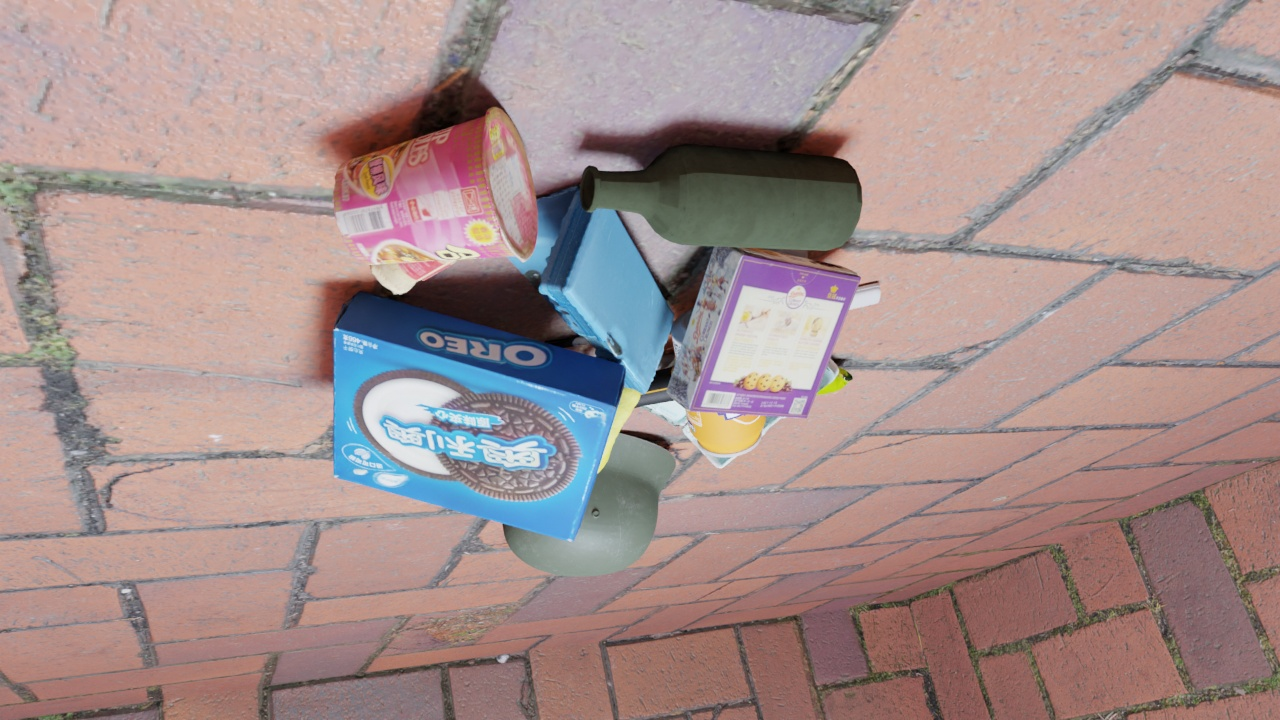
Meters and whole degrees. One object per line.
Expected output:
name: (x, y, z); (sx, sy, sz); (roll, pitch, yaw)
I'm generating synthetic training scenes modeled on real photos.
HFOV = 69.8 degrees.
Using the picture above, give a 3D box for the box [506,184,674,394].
box: (-0.052, -0.057, 0.775); (0.102, 0.094, 0.231); (12, 164, 20)

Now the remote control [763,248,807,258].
remote control: (0.132, -0.086, 0.852); (0.045, 0.008, 0.147); (-14, 156, 5)

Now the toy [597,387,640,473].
toy: (-0.122, 0.052, 0.893); (0.214, 0.083, 0.149); (19, 134, -8)

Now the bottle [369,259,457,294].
bottle: (-0.150, -0.087, 0.679); (0.109, 0.044, 0.044); (-24, 154, 27)

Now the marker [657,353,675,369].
marker: (-0.006, 0.006, 0.982); (0.140, 0.016, 0.016); (-8, 156, -8)

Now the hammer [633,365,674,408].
hammer: (-0.101, 0.055, 0.998); (0.321, 0.036, 0.123); (-14, 152, 22)

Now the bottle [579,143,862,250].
bottle: (0.058, -0.119, 0.668); (0.206, 0.071, 0.072); (-1, 154, -23)

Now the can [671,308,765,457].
can: (0.079, 0.019, 0.899); (0.079, 0.079, 0.143); (-12, 123, 0)

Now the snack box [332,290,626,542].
snack box: (-0.149, 0.056, 0.809); (0.239, 0.056, 0.196); (15, 133, -3)

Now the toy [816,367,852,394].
toy: (0.201, 0.028, 1.103); (0.094, 0.036, 0.094); (0, 160, -9)

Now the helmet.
helmet: (-0.085, 0.207, 1.225); (0.267, 0.153, 0.228); (11, 150, -18)

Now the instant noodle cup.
instant noodle cup: (-0.133, -0.105, 0.596); (0.109, 0.097, 0.098); (-8, 157, 11)

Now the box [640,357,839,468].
box: (0.099, 0.026, 0.973); (0.136, 0.049, 0.198); (35, 129, -11)

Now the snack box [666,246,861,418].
snack box: (0.111, -0.023, 0.818); (0.143, 0.040, 0.148); (6, 111, -34)

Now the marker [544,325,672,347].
marker: (-0.021, -0.024, 0.915); (0.152, 0.011, 0.011); (-8, 156, -9)

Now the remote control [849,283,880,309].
remote control: (0.180, -0.054, 0.938); (0.131, 0.012, 0.033); (-13, 156, 3)
